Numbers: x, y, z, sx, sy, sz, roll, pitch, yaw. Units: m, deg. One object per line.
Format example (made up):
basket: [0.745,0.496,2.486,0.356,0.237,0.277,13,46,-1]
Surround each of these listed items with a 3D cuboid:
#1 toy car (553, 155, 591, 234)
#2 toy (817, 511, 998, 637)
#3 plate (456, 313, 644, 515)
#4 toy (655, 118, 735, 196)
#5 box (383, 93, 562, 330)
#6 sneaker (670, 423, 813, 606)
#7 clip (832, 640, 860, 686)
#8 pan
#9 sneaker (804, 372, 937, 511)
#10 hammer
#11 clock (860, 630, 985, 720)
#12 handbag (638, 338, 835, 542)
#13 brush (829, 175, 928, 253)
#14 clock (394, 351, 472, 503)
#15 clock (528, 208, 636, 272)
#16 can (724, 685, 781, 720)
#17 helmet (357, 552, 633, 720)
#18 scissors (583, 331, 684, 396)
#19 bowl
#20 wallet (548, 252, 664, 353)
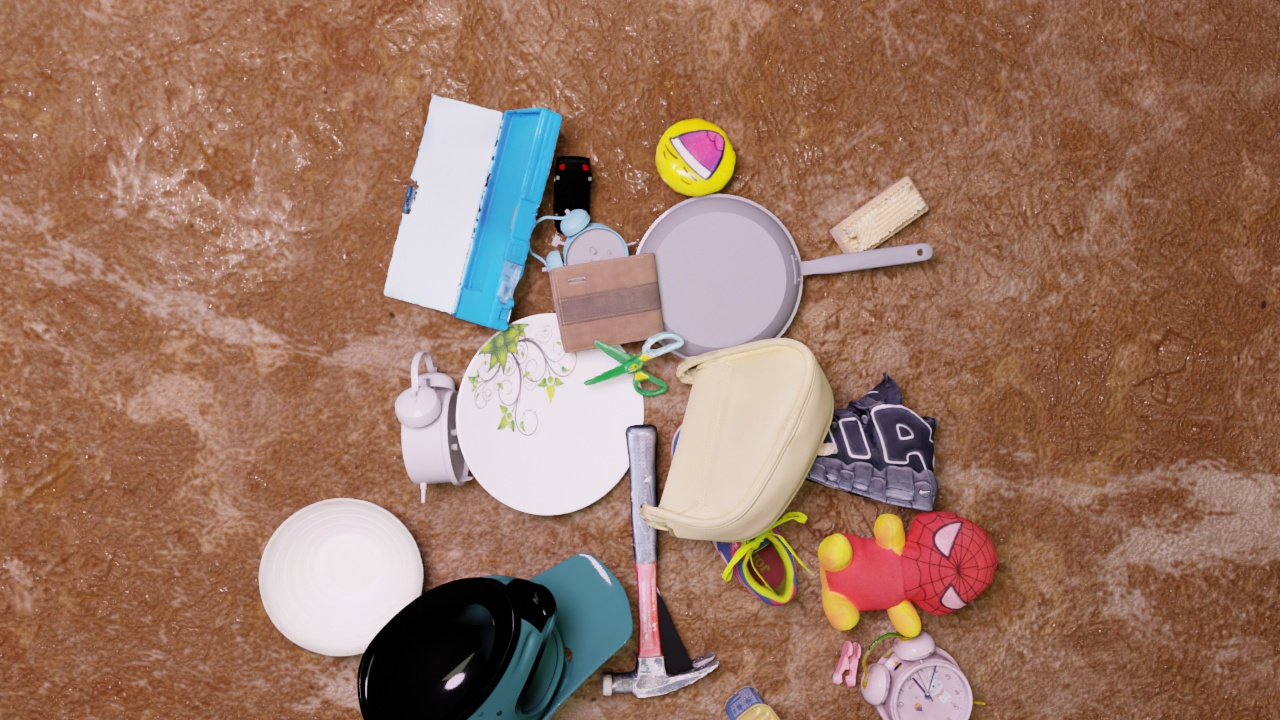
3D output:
toy car: [-0.079,-0.190,1.055,0.042,0.036,0.092,0,116,-10]
toy: [0.320,0.248,1.101,0.216,0.098,0.147,-7,105,-6]
plate: [-0.104,0.061,1.055,0.229,0.030,0.229,0,90,-27]
toy: [0.064,-0.235,1.067,0.094,0.041,0.095,-39,83,-6]
box: [-0.182,-0.167,1.039,0.171,0.070,0.243,15,91,24]
sneaker: [0.118,0.175,1.074,0.116,0.091,0.242,-30,96,-2]
clip: [0.262,0.379,1.139,0.044,0.023,0.060,34,90,-12]
pan: [0.167,-0.104,1.069,0.357,0.050,0.201,-8,95,3]
sneaker: [0.248,0.079,1.088,0.252,0.097,0.150,17,85,-9]
hammer: [0.016,0.237,1.085,0.140,0.036,0.326,-3,97,-6]
clock: [0.338,0.399,1.131,0.116,0.059,0.158,-43,97,-3]
handbag: [0.108,0.092,1.015,0.191,0.088,0.232,6,71,34]
brush: [0.290,-0.171,1.101,0.117,0.039,0.049,-35,96,0]
clock: [-0.226,0.068,1.013,0.061,0.119,0.159,-5,104,2]
clock: [-0.070,-0.126,1.043,0.123,0.042,0.087,17,110,-22]
can: [0.149,0.450,1.109,0.054,0.059,0.100,-37,97,-4]
helmet: [-0.155,0.321,0.993,0.275,0.200,0.176,-40,60,12]
scissors: [-0.003,0.002,1.048,0.130,0.011,0.125,-40,132,22]
bowl: [-0.332,0.238,1.037,0.176,0.058,0.176,0,93,-7]
wallet: [-0.037,-0.064,1.035,0.121,0.027,0.099,-9,100,-5]
